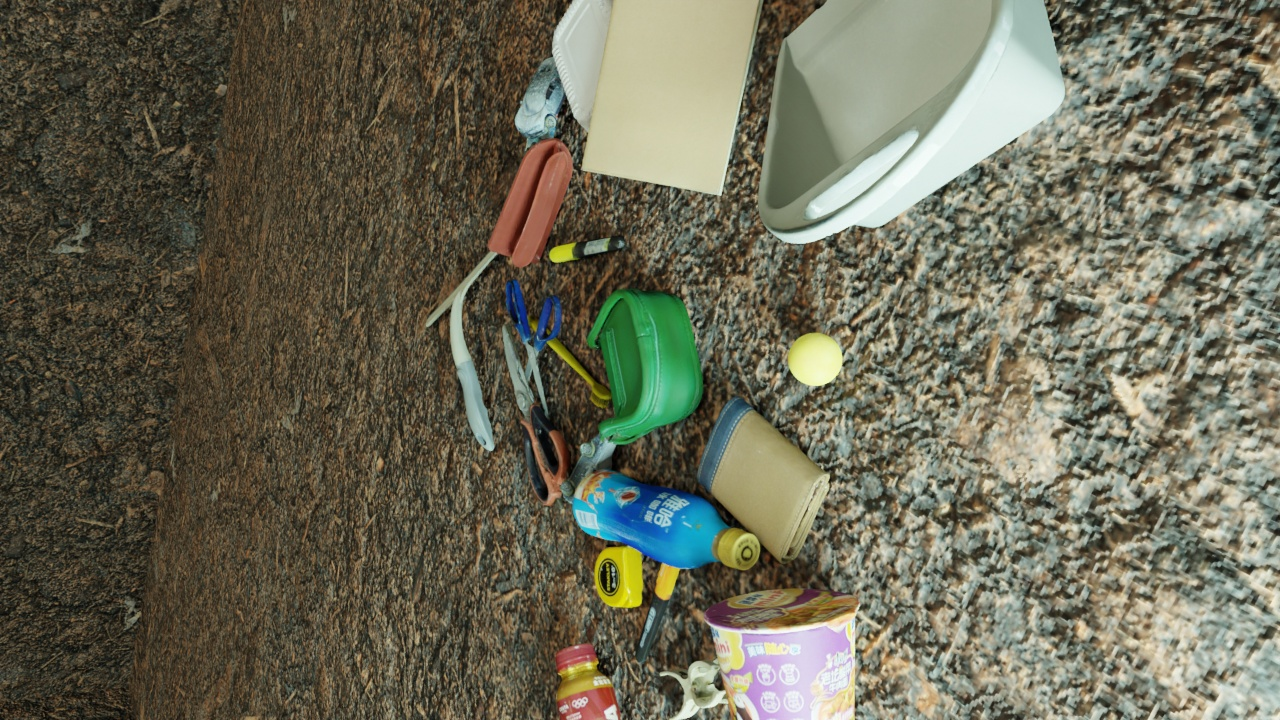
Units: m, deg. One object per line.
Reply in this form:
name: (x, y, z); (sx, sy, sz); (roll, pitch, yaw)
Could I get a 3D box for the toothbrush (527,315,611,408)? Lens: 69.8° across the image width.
toothbrush: (-0.082, -0.002, 1.001); (0.190, 0.015, 0.017); (43, 126, 46)

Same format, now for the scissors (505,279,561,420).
scissors: (-0.121, -0.019, 1.032); (0.163, 0.012, 0.175); (-43, 61, 53)

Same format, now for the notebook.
notebook: (0.028, -0.268, 0.837); (0.150, 0.012, 0.211); (16, 100, 27)

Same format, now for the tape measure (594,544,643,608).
tape measure: (-0.018, 0.206, 0.880); (0.057, 0.028, 0.060); (-15, 74, 50)

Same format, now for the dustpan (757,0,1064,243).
dustpan: (0.155, -0.198, 0.610); (0.223, 0.142, 0.257); (-34, 61, 45)

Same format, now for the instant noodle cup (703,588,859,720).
instant noodle cup: (0.105, 0.225, 0.659); (0.112, 0.111, 0.099); (-8, 86, 52)

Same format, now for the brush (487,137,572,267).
brush: (-0.117, -0.179, 1.029); (0.146, 0.063, 0.069); (-64, 30, 22)

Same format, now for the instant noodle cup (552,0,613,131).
instant noodle cup: (-0.034, -0.311, 0.937); (0.138, 0.060, 0.173); (-45, 51, 41)

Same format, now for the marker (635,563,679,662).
marker: (0.015, 0.226, 0.846); (0.018, 0.015, 0.124); (40, 119, 52)

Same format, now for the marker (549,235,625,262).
marker: (-0.057, -0.119, 0.983); (0.124, 0.015, 0.018); (-2, 85, 50)

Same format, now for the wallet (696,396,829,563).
wallet: (0.097, 0.094, 0.741); (0.115, 0.033, 0.090); (43, 122, 45)

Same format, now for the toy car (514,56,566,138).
toy car: (-0.108, -0.297, 1.029); (0.049, 0.031, 0.105); (8, 70, 39)

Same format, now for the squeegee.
squeegee: (-0.219, -0.002, 1.162); (0.247, 0.039, 0.246); (-35, 60, 46)

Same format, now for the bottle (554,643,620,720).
bottle: (-0.042, 0.360, 0.871); (0.058, 0.057, 0.174); (-46, 52, 40)

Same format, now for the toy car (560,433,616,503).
toy car: (-0.048, 0.108, 0.923); (0.034, 0.042, 0.091); (37, 121, 18)

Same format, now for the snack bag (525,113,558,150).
snack bag: (-0.117, -0.253, 1.065); (0.045, 0.026, 0.105); (24, 106, 39)

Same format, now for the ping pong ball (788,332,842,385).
ping pong ball: (0.132, -0.001, 0.696); (0.040, 0.040, 0.040); (-9, 79, 52)

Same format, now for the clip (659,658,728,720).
clip: (0.050, 0.279, 0.780); (0.101, 0.034, 0.076); (-39, 57, 49)

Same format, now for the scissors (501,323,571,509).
scissors: (-0.116, 0.050, 1.017); (0.177, 0.015, 0.210); (14, 105, 52)

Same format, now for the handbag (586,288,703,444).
handbag: (-0.005, 0.005, 0.854); (0.120, 0.067, 0.131); (-38, 57, 45)

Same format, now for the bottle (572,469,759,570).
bottle: (0.020, 0.142, 0.803); (0.219, 0.065, 0.065); (5, 90, 54)
